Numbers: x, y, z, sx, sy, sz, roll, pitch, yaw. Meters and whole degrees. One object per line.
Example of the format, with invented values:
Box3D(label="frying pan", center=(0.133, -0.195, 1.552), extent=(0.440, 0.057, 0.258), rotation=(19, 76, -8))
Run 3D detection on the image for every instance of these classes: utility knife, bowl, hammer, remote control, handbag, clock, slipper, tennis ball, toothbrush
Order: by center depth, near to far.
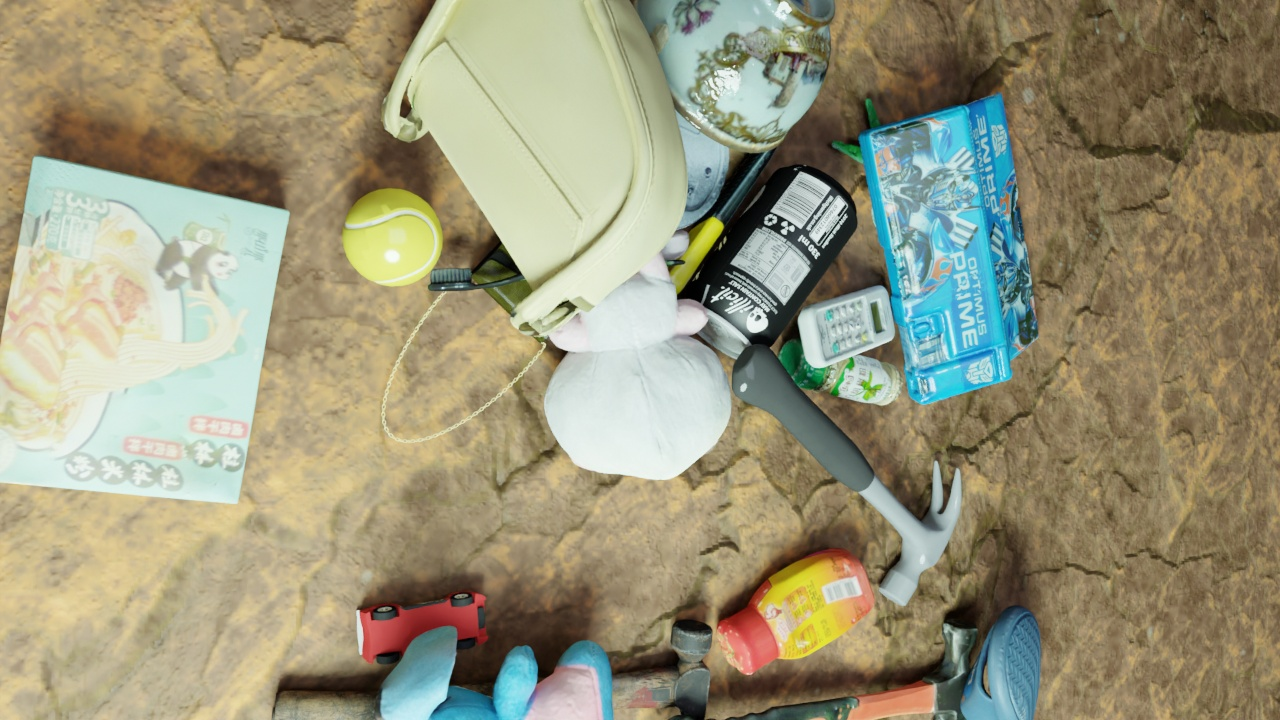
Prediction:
Box3D(label="handbag", center=(-0.058, -0.153, 0.604), extent=(0.191, 0.088, 0.232), rotation=(-37, 76, 17))
Box3D(label="tennis ball", center=(-0.166, -0.083, 0.617), extent=(0.065, 0.065, 0.065), rotation=(-2, 94, -23))
Box3D(label="bowl", center=(0.081, -0.242, 0.658), extent=(0.159, 0.094, 0.159), rotation=(19, 56, -32))
Box3D(label="toothbrush", center=(-0.058, -0.065, 0.659), extent=(0.188, 0.014, 0.017), rotation=(-7, 91, -15))
Box3D(label="handbag", center=(-0.118, -0.014, 0.664), extent=(0.084, 0.027, 0.178), rotation=(45, 79, -17))
Box3D(label="clock", center=(-0.003, -0.135, 0.685), extent=(0.116, 0.059, 0.158), rotation=(17, 87, -22))
Box3D(label="hammer", center=(-0.100, 0.263, 0.688), extent=(0.329, 0.033, 0.120), rotation=(4, 93, -22))
Box3D(label="utility knife", center=(0.067, -0.123, 0.731), extent=(0.020, 0.029, 0.174), rotation=(40, 79, -24))
Box3D(label="hammer", center=(0.174, 0.084, 0.755), extent=(0.311, 0.029, 0.125), rotation=(43, 77, -33))
Box3D(label="remote control", center=(0.170, -0.029, 0.759), extent=(0.133, 0.022, 0.050), rotation=(-17, 96, -48))
Box3D(label="hammer", center=(0.158, 0.304, 0.783), extent=(0.332, 0.033, 0.133), rotation=(2, 95, -28))
Box3D(label="slipper", center=(0.324, 0.287, 0.822), extent=(0.103, 0.059, 0.214), rotation=(-62, 145, -28))

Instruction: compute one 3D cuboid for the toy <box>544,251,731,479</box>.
Box3D(label="toy", center=(-0.004, 0.004, 0.665), extent=(0.138, 0.101, 0.180), rotation=(-10, 105, -8))

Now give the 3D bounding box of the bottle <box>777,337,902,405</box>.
Box3D(label="bottle", center=(0.169, 0.011, 0.777), extent=(0.110, 0.043, 0.042), rotation=(13, 88, -24))

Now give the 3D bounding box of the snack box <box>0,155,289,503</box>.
Box3D(label="snack box", center=(-0.311, -0.015, 0.574), extent=(0.141, 0.044, 0.193), rotation=(10, 89, -24))

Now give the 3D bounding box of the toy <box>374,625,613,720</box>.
Box3D(label="toy", center=(-0.104, 0.285, 0.631), extent=(0.191, 0.099, 0.224), rotation=(-3, 107, -32))

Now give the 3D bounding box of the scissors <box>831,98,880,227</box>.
Box3D(label="scissors", center=(0.214, -0.161, 0.800), extent=(0.127, 0.012, 0.123), rotation=(13, 89, -23))

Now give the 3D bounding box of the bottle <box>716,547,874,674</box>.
Box3D(label="bottle", center=(0.128, 0.212, 0.768), extent=(0.134, 0.048, 0.071), rotation=(-24, 102, -19))

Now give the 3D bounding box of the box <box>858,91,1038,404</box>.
Box3D(label="box", center=(0.291, -0.101, 0.803), extent=(0.175, 0.060, 0.243), rotation=(-21, 106, -21))

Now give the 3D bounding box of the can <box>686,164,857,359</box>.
Box3D(label="can", center=(0.101, -0.077, 0.720), extent=(0.080, 0.080, 0.146), rotation=(41, 78, -20))

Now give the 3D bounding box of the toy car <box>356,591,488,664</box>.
Box3D(label="toy car", center=(-0.157, 0.191, 0.662), extent=(0.089, 0.025, 0.038), rotation=(-4, 95, -23))
